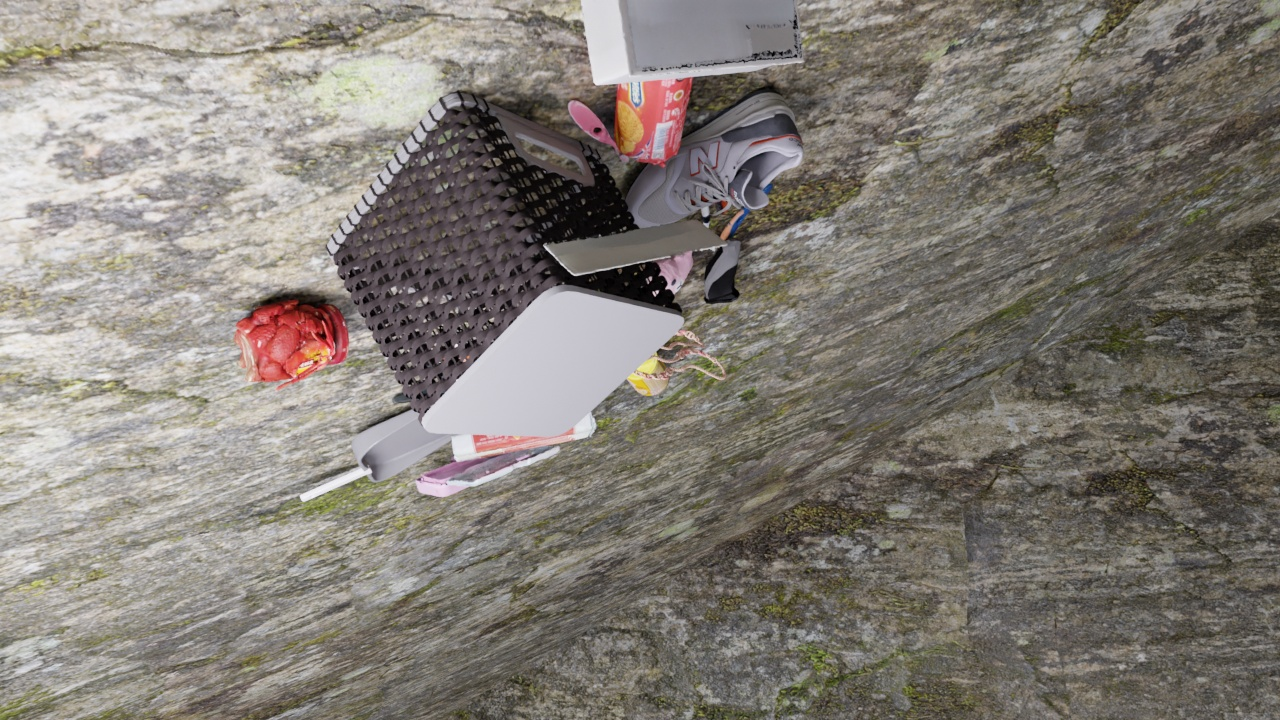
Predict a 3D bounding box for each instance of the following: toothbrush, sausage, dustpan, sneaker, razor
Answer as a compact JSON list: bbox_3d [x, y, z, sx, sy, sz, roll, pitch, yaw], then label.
[{"bbox_3d":[0.093,-0.204,1.271,0.012,0.017,0.187,-57,160,-16],"label":"toothbrush"},{"bbox_3d":[0.147,-0.210,1.324,0.021,0.017,0.135,-3,147,-38],"label":"toothbrush"},{"bbox_3d":[-0.045,-0.255,1.026,0.022,0.016,0.135,-31,156,16],"label":"toothbrush"},{"bbox_3d":[0.105,-0.237,1.220,0.020,0.020,0.155,-29,155,-3],"label":"sausage"},{"bbox_3d":[-0.381,0.139,1.359,0.257,0.033,0.163,-24,161,-13],"label":"dustpan"},{"bbox_3d":[0.096,-0.219,1.098,0.240,0.124,0.089,-38,136,8],"label":"sneaker"},{"bbox_3d":[0.126,-0.138,1.382,0.057,0.060,0.156,-40,155,-18],"label":"razor"}]

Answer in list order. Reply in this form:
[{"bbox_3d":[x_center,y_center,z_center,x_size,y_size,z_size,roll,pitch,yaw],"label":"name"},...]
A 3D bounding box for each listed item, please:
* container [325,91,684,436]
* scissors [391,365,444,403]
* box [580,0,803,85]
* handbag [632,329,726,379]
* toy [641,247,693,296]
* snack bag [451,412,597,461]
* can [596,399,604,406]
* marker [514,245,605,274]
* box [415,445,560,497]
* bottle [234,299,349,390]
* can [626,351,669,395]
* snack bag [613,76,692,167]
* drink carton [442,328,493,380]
[{"bbox_3d":[-0.137,-0.083,0.977,0.246,0.243,0.247,-43,153,25],"label":"container"},{"bbox_3d":[-0.287,0.034,1.302,0.118,0.019,0.148,-34,157,7],"label":"scissors"},{"bbox_3d":[-0.044,-0.392,0.755,0.166,0.446,0.165,-15,141,-31],"label":"box"},{"bbox_3d":[-0.007,0.007,1.354,0.198,0.187,0.117,-7,140,-49],"label":"handbag"},{"bbox_3d":[0.040,-0.125,1.323,0.095,0.053,0.099,-39,160,-11],"label":"toy"},{"bbox_3d":[-0.185,0.120,1.453,0.225,0.041,0.078,-12,167,-11],"label":"snack bag"},{"bbox_3d":[-0.113,0.040,1.444,0.067,0.067,0.120,-44,152,27],"label":"can"},{"bbox_3d":[-0.101,-0.134,1.197,0.138,0.016,0.022,-23,-175,-17],"label":"marker"},{"bbox_3d":[-0.242,0.174,1.475,0.154,0.041,0.200,0,-168,39],"label":"box"},{"bbox_3d":[-0.383,-0.019,1.009,0.111,0.099,0.099,-12,150,-43],"label":"bottle"},{"bbox_3d":[0.006,0.014,1.525,0.067,0.067,0.105,-31,156,2],"label":"can"},{"bbox_3d":[0.016,-0.282,0.969,0.082,0.082,0.177,-22,154,-18],"label":"snack bag"},{"bbox_3d":[-0.212,-0.009,1.263,0.122,0.040,0.059,-4,134,-43],"label":"drink carton"}]
